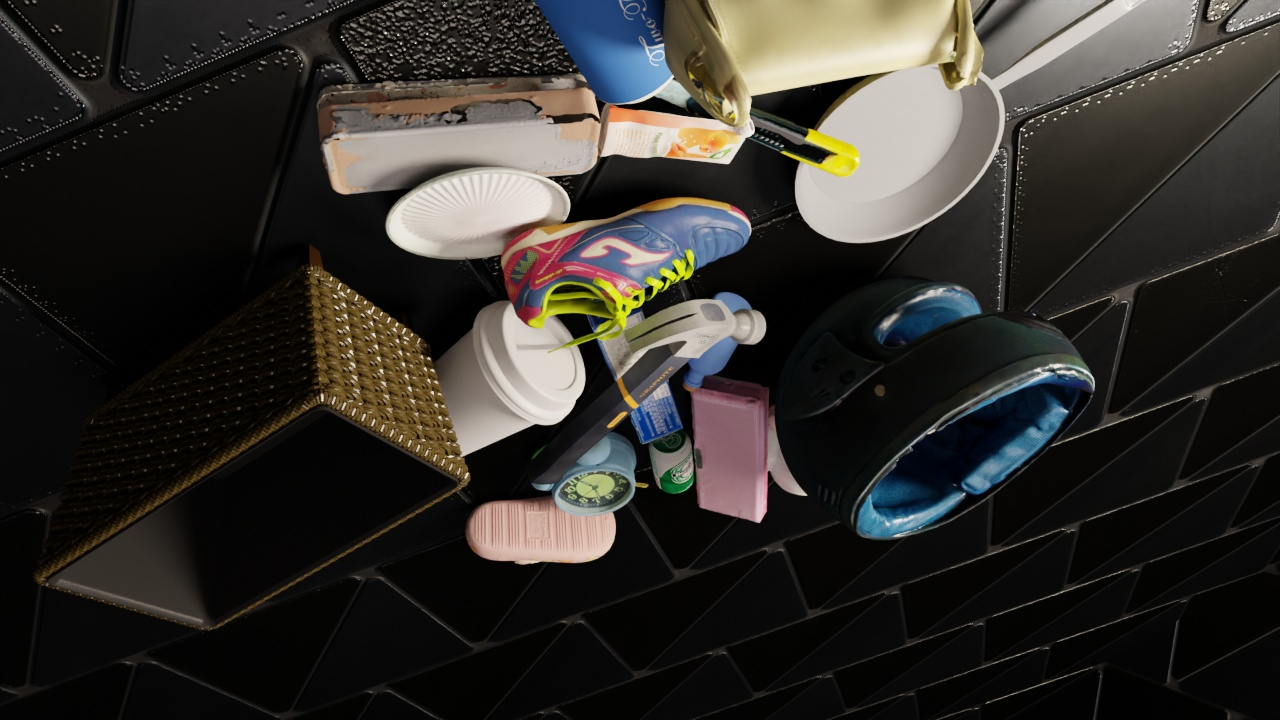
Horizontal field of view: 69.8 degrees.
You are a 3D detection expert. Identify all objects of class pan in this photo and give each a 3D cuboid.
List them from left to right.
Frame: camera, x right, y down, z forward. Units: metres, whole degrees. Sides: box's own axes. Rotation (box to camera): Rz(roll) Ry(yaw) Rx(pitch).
[{"bbox_3d":[0.294,-0.235,0.821,0.357,0.050,0.200,-37,138,23],"label":"pan"}]

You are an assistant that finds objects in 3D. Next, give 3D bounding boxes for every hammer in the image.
[{"bbox_3d":[-0.018,0.043,0.949,0.139,0.035,0.313,3,143,-43],"label":"hammer"}]

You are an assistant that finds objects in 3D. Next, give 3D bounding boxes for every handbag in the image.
[{"bbox_3d":[0.120,-0.247,0.626,0.232,0.190,0.089,-15,145,-16],"label":"handbag"}]

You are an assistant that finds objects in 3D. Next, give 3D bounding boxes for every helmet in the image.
[{"bbox_3d":[0.285,0.026,0.986,0.248,0.235,0.317,14,130,-34],"label":"helmet"}]

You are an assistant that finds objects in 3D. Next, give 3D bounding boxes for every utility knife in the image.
[{"bbox_3d":[0.091,-0.202,0.779,0.213,0.020,0.029,17,130,-15],"label":"utility knife"}]

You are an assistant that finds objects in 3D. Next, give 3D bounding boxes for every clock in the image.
[{"bbox_3d":[-0.070,0.133,1.124,0.118,0.060,0.162,-31,136,20],"label":"clock"}]

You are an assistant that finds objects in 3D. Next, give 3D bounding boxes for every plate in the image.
[{"bbox_3d":[-0.138,-0.125,0.781,0.157,0.014,0.157,-11,164,-3],"label":"plate"}]

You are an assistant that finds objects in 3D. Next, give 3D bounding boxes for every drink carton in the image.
[{"bbox_3d":[0.029,-0.188,0.771,0.122,0.038,0.069,3,162,-13],"label":"drink carton"}]

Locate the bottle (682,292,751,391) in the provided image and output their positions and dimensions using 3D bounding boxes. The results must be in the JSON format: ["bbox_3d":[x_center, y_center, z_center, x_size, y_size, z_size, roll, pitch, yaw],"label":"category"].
[{"bbox_3d":[0.077,-0.014,1.009,0.048,0.048,0.131,2,138,-23],"label":"bottle"}]

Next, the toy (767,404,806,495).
[{"bbox_3d":[0.193,0.110,1.174,0.179,0.101,0.139,11,124,-1],"label":"toy"}]

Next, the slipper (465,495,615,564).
[{"bbox_3d":[-0.132,0.230,1.199,0.197,0.093,0.082,0,149,-20],"label":"slipper"}]

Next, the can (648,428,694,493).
[{"bbox_3d":[0.040,0.126,1.160,0.053,0.053,0.101,-15,142,-3],"label":"can"}]

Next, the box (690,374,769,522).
[{"bbox_3d":[0.113,0.112,1.135,0.098,0.037,0.233,10,136,19],"label":"box"}]

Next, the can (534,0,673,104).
[{"bbox_3d":[-0.029,-0.256,0.651,0.079,0.078,0.146,-27,141,12],"label":"can"}]

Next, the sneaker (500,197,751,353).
[{"bbox_3d":[-0.004,-0.080,0.848,0.241,0.091,0.116,-13,159,-14],"label":"sneaker"}]

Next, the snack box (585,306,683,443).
[{"bbox_3d":[-0.006,0.006,0.995,0.059,0.059,0.226,-21,143,0],"label":"snack box"}]

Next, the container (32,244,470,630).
[{"bbox_3d":[-0.341,0.066,0.820,0.321,0.204,0.176,-30,140,16],"label":"container"}]

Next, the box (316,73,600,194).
[{"bbox_3d":[-0.140,-0.178,0.727,0.216,0.062,0.081,-7,152,-12],"label":"box"}]

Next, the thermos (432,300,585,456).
[{"bbox_3d":[-0.174,0.039,0.929,0.222,0.131,0.131,-31,140,28],"label":"thermos"}]

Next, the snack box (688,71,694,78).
[{"bbox_3d":[0.104,-0.247,0.725,0.149,0.061,0.026,-12,108,-6],"label":"snack box"}]
